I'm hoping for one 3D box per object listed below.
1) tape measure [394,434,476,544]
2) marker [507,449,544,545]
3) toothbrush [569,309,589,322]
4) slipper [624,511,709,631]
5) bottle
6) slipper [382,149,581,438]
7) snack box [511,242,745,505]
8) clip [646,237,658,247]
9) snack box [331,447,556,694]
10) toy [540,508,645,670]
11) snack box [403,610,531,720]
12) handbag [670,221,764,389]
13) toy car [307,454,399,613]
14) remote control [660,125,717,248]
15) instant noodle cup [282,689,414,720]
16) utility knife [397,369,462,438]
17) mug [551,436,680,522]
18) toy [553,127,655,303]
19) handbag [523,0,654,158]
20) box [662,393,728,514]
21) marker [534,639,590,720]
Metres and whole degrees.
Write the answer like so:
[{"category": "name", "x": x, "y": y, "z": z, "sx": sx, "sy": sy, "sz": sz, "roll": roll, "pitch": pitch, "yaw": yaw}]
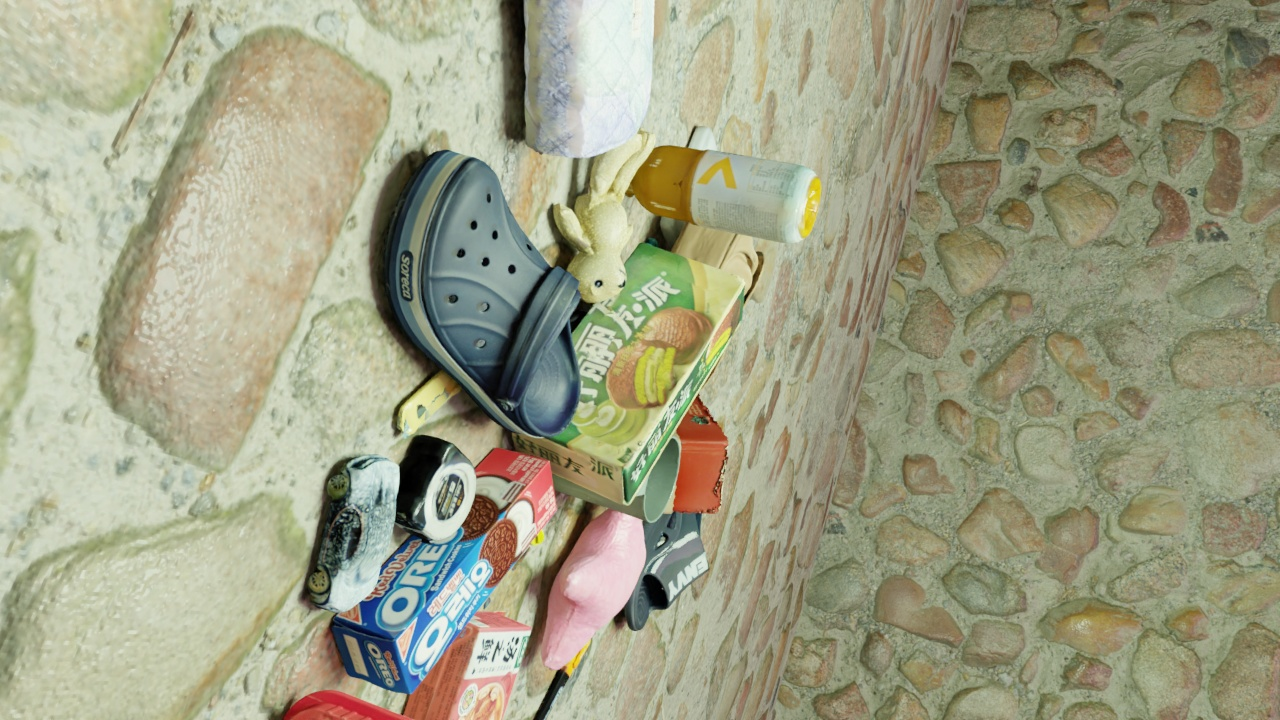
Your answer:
[{"category": "tape measure", "x": -0.149, "y": 0.095, "z": 0.657, "sx": 0.065, "sy": 0.034, "sz": 0.066, "roll": -64, "pitch": 153, "yaw": -25}, {"category": "marker", "x": -0.104, "y": 0.123, "z": 0.813, "sx": 0.124, "sy": 0.015, "sz": 0.018, "roll": 81, "pitch": 27, "yaw": -42}, {"category": "toothbrush", "x": -0.047, "y": -0.046, "z": 0.856, "sx": 0.188, "sy": 0.014, "sz": 0.017, "roll": -17, "pitch": 106, "yaw": -66}, {"category": "slipper", "x": 0.054, "y": 0.226, "z": 1.187, "sx": 0.111, "sy": 0.083, "sz": 0.267, "roll": 75, "pitch": 33, "yaw": -48}, {"category": "bottle", "x": 0.062, "y": -0.152, "z": 0.816, "sx": 0.067, "sy": 0.190, "sz": 0.068, "roll": -49, "pitch": 147, "yaw": -49}, {"category": "slipper", "x": -0.088, "y": -0.026, "z": 0.636, "sx": 0.253, "sy": 0.095, "sz": 0.104, "roll": 70, "pitch": 37, "yaw": -48}, {"category": "snack box", "x": -0.005, "y": 0.005, "z": 0.821, "sx": 0.239, "sy": 0.114, "sz": 0.063, "roll": -55, "pitch": 157, "yaw": -32}, {"category": "clip", "x": 0.012, "y": -0.105, "z": 0.968, "sx": 0.056, "sy": 0.013, "sz": 0.038, "roll": 78, "pitch": 33, "yaw": -48}, {"category": "snack box", "x": -0.137, "y": 0.150, "z": 0.687, "sx": 0.206, "sy": 0.057, "sz": 0.058, "roll": -49, "pitch": 143, "yaw": -49}, {"category": "toy", "x": -0.048, "y": 0.234, "z": 0.949, "sx": 0.194, "sy": 0.075, "sz": 0.179, "roll": -52, "pitch": 159, "yaw": -40}, {"category": "snack box", "x": -0.141, "y": 0.272, "z": 0.771, "sx": 0.127, "sy": 0.044, "sz": 0.113, "roll": 39, "pitch": 67, "yaw": -67}, {"category": "handbag", "x": 0.063, "y": -0.057, "z": 0.982, "sx": 0.204, "sy": 0.100, "sz": 0.147, "roll": -65, "pitch": 166, "yaw": 5}, {"category": "toy car", "x": -0.181, "y": 0.113, "z": 0.590, "sx": 0.049, "sy": 0.031, "sz": 0.105, "roll": 5, "pitch": 99, "yaw": -68}, {"category": "remote control", "x": 0.053, "y": -0.190, "z": 1.008, "sx": 0.056, "sy": 0.020, "sz": 0.135, "roll": 59, "pitch": 48, "yaw": -63}, {"category": "instant noodle cup", "x": -0.179, "y": 0.286, "z": 0.607, "sx": 0.124, "sy": 0.117, "sz": 0.116, "roll": 72, "pitch": 35, "yaw": -73}, {"category": "utility knife", "x": -0.132, "y": 0.008, "z": 0.678, "sx": 0.151, "sy": 0.018, "sz": 0.031, "roll": -45, "pitch": 137, "yaw": -46}, {"category": "mug", "x": -0.032, "y": 0.099, "z": 0.858, "sx": 0.123, "sy": 0.103, "sz": 0.083, "roll": 9, "pitch": 94, "yaw": -68}, {"category": "toy", "x": -0.026, "y": -0.123, "z": 0.784, "sx": 0.105, "sy": 0.066, "sz": 0.157, "roll": -5, "pitch": 114, "yaw": -62}, {"category": "handbag", "x": -0.035, "y": -0.256, "z": 0.668, "sx": 0.133, "sy": 0.076, "sz": 0.194, "roll": -44, "pitch": 142, "yaw": -54}, {"category": "box", "x": 0.051, "y": 0.097, "z": 0.992, "sx": 0.168, "sy": 0.079, "sz": 0.091, "roll": -116, "pitch": -149, "yaw": -70}, {"category": "marker", "x": -0.087, "y": 0.352, "z": 0.997, "sx": 0.123, "sy": 0.015, "sz": 0.018, "roll": -58, "pitch": 148, "yaw": -35}]
